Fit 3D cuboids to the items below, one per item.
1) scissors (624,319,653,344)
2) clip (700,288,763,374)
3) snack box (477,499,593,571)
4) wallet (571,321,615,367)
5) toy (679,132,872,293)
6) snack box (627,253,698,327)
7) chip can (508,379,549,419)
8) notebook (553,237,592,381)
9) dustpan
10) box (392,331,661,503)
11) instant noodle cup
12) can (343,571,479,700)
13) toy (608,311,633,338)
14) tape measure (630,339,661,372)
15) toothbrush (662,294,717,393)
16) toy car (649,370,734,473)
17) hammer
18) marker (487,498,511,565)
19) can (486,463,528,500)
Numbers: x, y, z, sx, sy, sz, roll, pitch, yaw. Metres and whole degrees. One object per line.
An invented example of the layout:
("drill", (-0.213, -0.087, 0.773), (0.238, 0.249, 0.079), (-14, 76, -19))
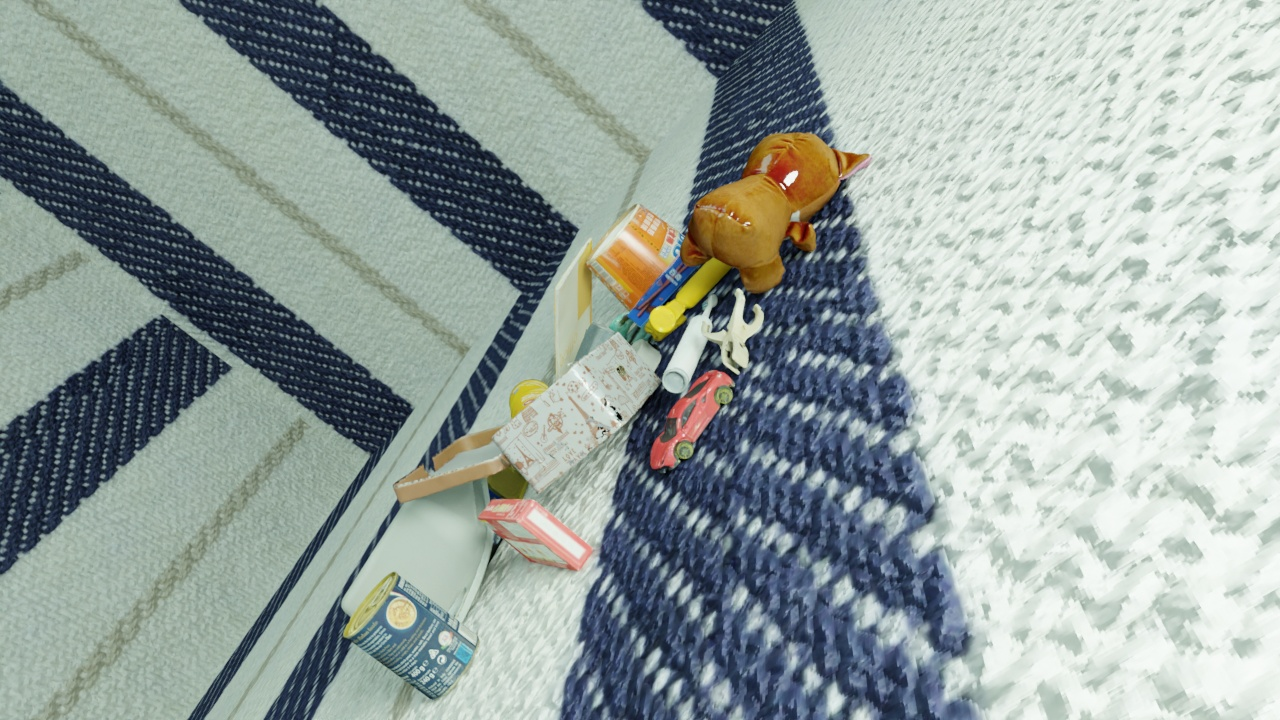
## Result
("scissors", (0.013, -0.049, 1.225), (0.185, 0.019, 0.130), (-56, 15, -20))
("clip", (0.082, -0.019, 0.882), (0.097, 0.035, 0.101), (-27, 33, 49))
("snack box", (-0.104, 0.166, 0.880), (0.025, 0.075, 0.153), (-53, 13, -21))
("wallet", (-0.071, 0.014, 1.243), (0.106, 0.037, 0.130), (-143, 75, -78))
("toy", (0.139, -0.162, 0.954), (0.199, 0.140, 0.130), (-53, -28, -20))
("snack box", (0.049, -0.115, 1.170), (0.158, 0.026, 0.084), (-46, 6, 35))
("chip can", (-0.147, 0.077, 1.284), (0.072, 0.072, 0.213), (-49, 12, 1))
("notebook", (-0.102, -0.065, 1.405), (0.145, 0.010, 0.207), (-63, -18, -47))
("dustpan", (-0.237, 0.249, 1.098), (0.223, 0.142, 0.257), (-56, -6, 8))
("box", (-0.119, 0.080, 0.986), (0.261, 0.103, 0.178), (-39, 1, 19))
("instant noodle cup", (-0.002, -0.152, 1.359), (0.151, 0.111, 0.151), (-47, 13, 14))
("can", (-0.221, 0.270, 0.896), (0.075, 0.111, 0.075), (-44, 14, 14))
("toy", (-0.029, -0.041, 1.299), (0.096, 0.030, 0.092), (-43, -6, -35))
("tape measure", (-0.007, 0.006, 1.101), (0.065, 0.033, 0.066), (-58, 15, -26))
("toothbrush", (0.059, -0.026, 0.977), (0.026, 0.027, 0.220), (-34, 13, 26))
("toy car", (0.042, 0.054, 0.815), (0.106, 0.031, 0.049), (-55, 13, -13))
("hammer", (0.114, -0.135, 1.060), (0.300, 0.033, 0.129), (-46, -1, -3))
("marker", (-0.178, 0.221, 1.098), (0.022, 0.020, 0.131), (112, -177, -46))
("can", (-0.194, 0.172, 1.203), (0.083, 0.057, 0.102), (-46, 13, 23))
